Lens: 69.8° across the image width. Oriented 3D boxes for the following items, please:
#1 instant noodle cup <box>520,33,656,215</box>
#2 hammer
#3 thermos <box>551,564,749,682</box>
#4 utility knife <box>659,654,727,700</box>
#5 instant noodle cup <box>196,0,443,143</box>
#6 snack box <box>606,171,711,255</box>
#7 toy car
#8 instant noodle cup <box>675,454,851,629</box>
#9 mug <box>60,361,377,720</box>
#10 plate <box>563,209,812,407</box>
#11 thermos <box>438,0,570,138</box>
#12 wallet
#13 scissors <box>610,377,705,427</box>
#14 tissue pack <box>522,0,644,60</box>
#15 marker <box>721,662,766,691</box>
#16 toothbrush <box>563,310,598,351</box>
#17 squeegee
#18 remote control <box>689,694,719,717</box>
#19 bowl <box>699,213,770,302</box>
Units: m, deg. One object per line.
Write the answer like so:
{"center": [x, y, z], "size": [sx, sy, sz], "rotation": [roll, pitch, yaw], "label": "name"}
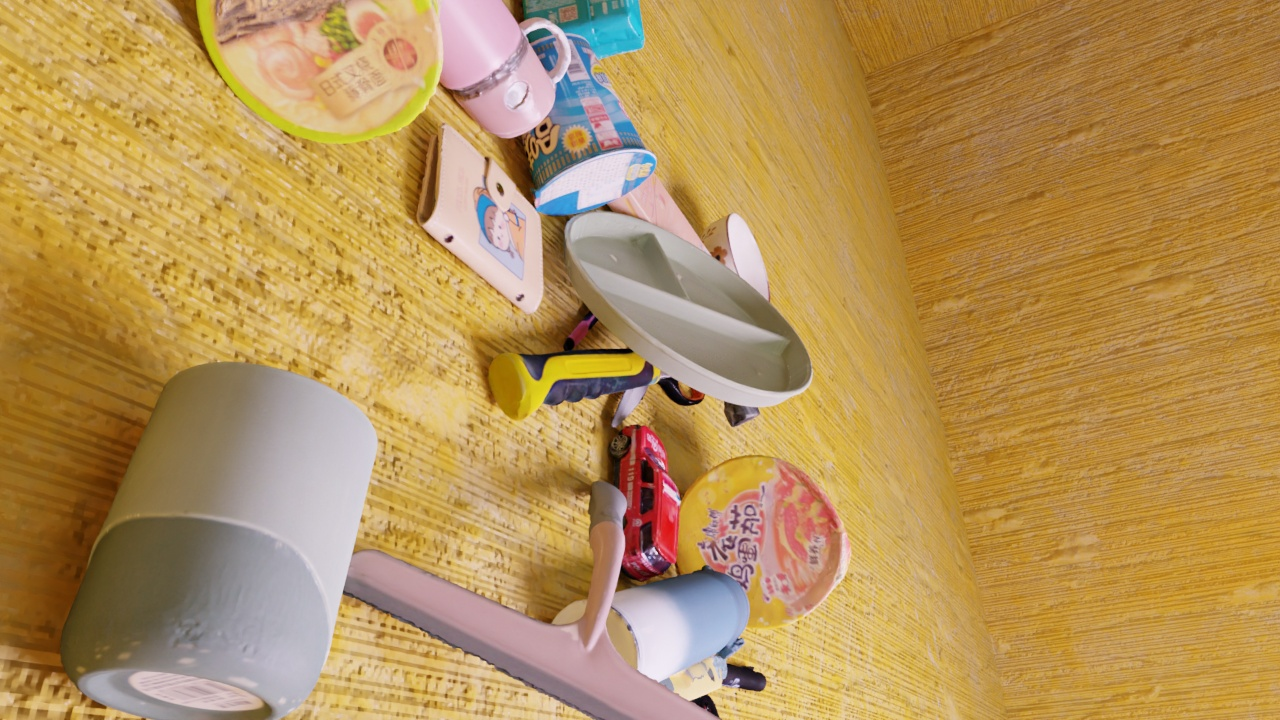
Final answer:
{"center": [-0.053, -0.181, 0.694], "size": [0.099, 0.099, 0.110], "rotation": [-1, 69, -66], "label": "instant noodle cup"}
{"center": [-0.004, 0.004, 0.705], "size": [0.322, 0.032, 0.126], "rotation": [-5, 68, -59], "label": "hammer"}
{"center": [0.018, 0.185, 0.633], "size": [0.220, 0.070, 0.070], "rotation": [15, 62, -63], "label": "thermos"}
{"center": [0.021, 0.231, 0.655], "size": [0.166, 0.018, 0.031], "rotation": [17, 48, -59], "label": "utility knife"}
{"center": [-0.148, -0.190, 0.471], "size": [0.112, 0.112, 0.123], "rotation": [56, 22, -35], "label": "instant noodle cup"}
{"center": [0.024, -0.117, 0.867], "size": [0.157, 0.026, 0.084], "rotation": [52, 28, -25], "label": "snack box"}
{"center": [0.004, 0.103, 0.685], "size": [0.053, 0.045, 0.120], "rotation": [49, 31, -46], "label": "toy car"}
{"center": [0.108, 0.151, 0.784], "size": [0.109, 0.138, 0.138], "rotation": [20, 57, -71], "label": "instant noodle cup"}
{"center": [-0.146, 0.075, 0.337], "size": [0.112, 0.082, 0.106], "rotation": [95, -3, -53], "label": "mug"}
{"center": [0.036, -0.043, 0.732], "size": [0.230, 0.028, 0.229], "rotation": [26, 27, -15], "label": "plate"}
{"center": [-0.120, -0.236, 0.581], "size": [0.198, 0.087, 0.067], "rotation": [48, -1, -42], "label": "thermos"}
{"center": [-0.102, -0.094, 0.607], "size": [0.115, 0.024, 0.087], "rotation": [41, 44, -50], "label": "wallet"}
{"center": [0.017, 0.013, 0.800], "size": [0.190, 0.022, 0.228], "rotation": [57, 28, -35], "label": "scissors"}
{"center": [-0.050, -0.307, 0.769], "size": [0.050, 0.093, 0.133], "rotation": [57, 24, -68], "label": "tissue pack"}
{"center": [0.075, 0.262, 0.767], "size": [0.132, 0.020, 0.022], "rotation": [38, 25, -54], "label": "marker"}
{"center": [-0.029, -0.050, 0.755], "size": [0.014, 0.018, 0.188], "rotation": [64, 28, -18], "label": "toothbrush"}
{"center": [-0.024, 0.114, 0.540], "size": [0.247, 0.040, 0.249], "rotation": [28, 13, -6], "label": "squeegee"}
{"center": [0.025, 0.271, 0.642], "size": [0.136, 0.024, 0.053], "rotation": [8, 63, -66], "label": "remote control"}
{"center": [0.090, -0.095, 0.984], "size": [0.113, 0.062, 0.113], "rotation": [48, 33, -46], "label": "bowl"}
